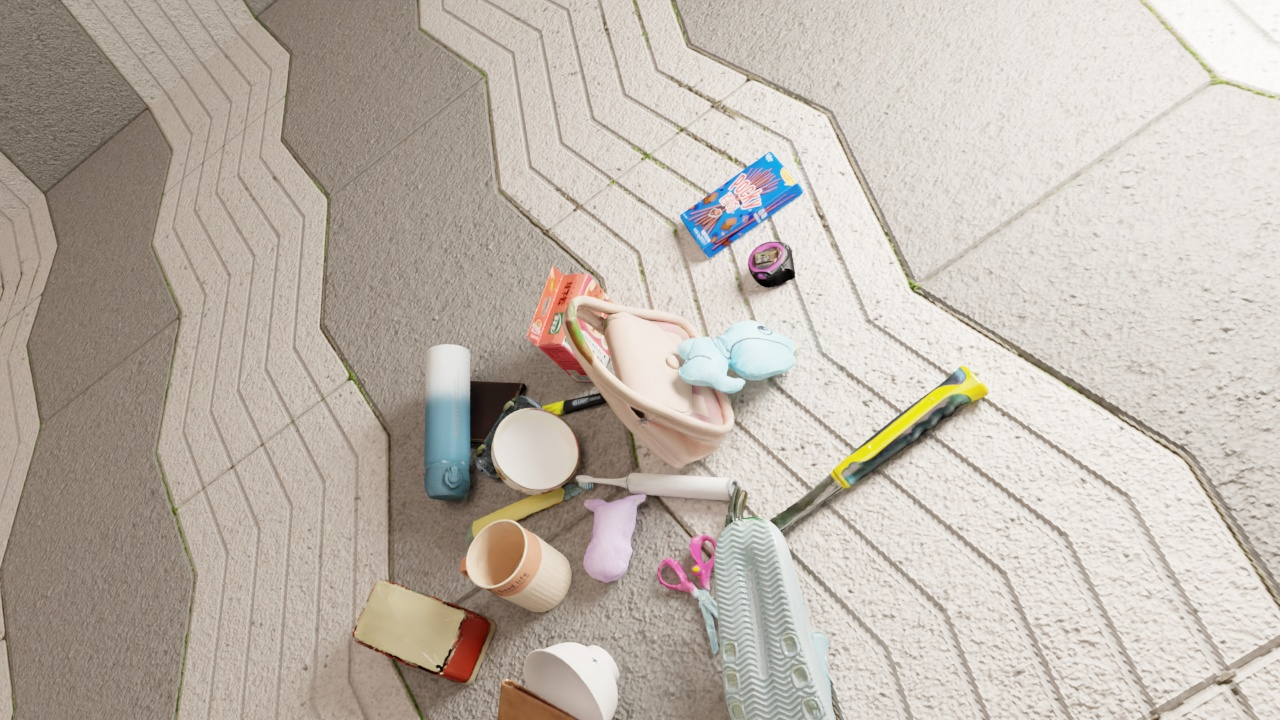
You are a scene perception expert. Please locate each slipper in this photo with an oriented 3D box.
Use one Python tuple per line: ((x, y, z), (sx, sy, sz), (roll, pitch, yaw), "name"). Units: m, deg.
((0.133, 0.278, 0.911), (0.104, 0.074, 0.245), (-22, 68, 29), "slipper")

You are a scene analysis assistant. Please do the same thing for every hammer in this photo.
((0.227, 0.115, 0.990), (0.323, 0.032, 0.126), (-39, 49, 5), "hammer")

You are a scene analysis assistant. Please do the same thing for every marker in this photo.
((-0.092, 0.060, 1.238), (0.124, 0.015, 0.018), (-15, 61, 25), "marker")

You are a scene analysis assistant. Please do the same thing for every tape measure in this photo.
((0.167, -0.125, 1.178), (0.058, 0.039, 0.057), (-16, 54, 23), "tape measure")

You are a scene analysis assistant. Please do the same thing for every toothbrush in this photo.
((0.014, 0.150, 1.104), (0.221, 0.026, 0.026), (-1, 18, 31), "toothbrush")

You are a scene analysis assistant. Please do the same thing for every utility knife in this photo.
((-0.155, 0.195, 1.189), (0.173, 0.019, 0.031), (-27, 54, 16), "utility knife")

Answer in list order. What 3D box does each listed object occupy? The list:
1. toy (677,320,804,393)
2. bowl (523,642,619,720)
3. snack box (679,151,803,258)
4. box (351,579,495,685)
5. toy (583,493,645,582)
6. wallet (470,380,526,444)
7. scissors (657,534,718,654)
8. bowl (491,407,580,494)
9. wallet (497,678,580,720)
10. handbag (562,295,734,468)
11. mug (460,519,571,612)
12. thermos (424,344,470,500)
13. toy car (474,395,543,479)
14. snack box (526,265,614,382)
((0.120, -0.007, 1.088), (0.156, 0.050, 0.161), (7, 32, -5), "toy")
((-0.063, 0.347, 0.990), (0.118, 0.118, 0.064), (14, 30, 38), "bowl")
((0.137, -0.215, 1.265), (0.157, 0.026, 0.084), (-35, 48, 8), "snack box")
((-0.274, 0.330, 1.134), (0.169, 0.079, 0.091), (7, 66, 35), "box")
((-0.038, 0.211, 1.089), (0.084, 0.039, 0.107), (-8, 59, 28), "toy")
((-0.227, 0.074, 1.313), (0.122, 0.020, 0.096), (1, 67, 32), "wallet")
((0.061, 0.262, 1.011), (0.096, 0.017, 0.137), (-22, 55, 17), "scissors")
((-0.140, 0.125, 1.182), (0.062, 0.113, 0.113), (123, 154, -53), "bowl")
((-0.113, 0.413, 0.989), (0.115, 0.020, 0.101), (14, 99, 35), "wallet")
((-0.006, 0.006, 1.070), (0.094, 0.234, 0.193), (-40, 45, 23), "handbag")
((-0.155, 0.249, 1.093), (0.115, 0.106, 0.081), (-14, 54, 25), "mug")
((-0.268, 0.087, 1.279), (0.070, 0.070, 0.220), (-16, 64, 23), "thermos")
((-0.176, 0.105, 1.243), (0.054, 0.036, 0.120), (36, 94, 23), "toy car")
((-0.084, -0.048, 1.229), (0.044, 0.127, 0.113), (1, 62, 33), "snack box")
